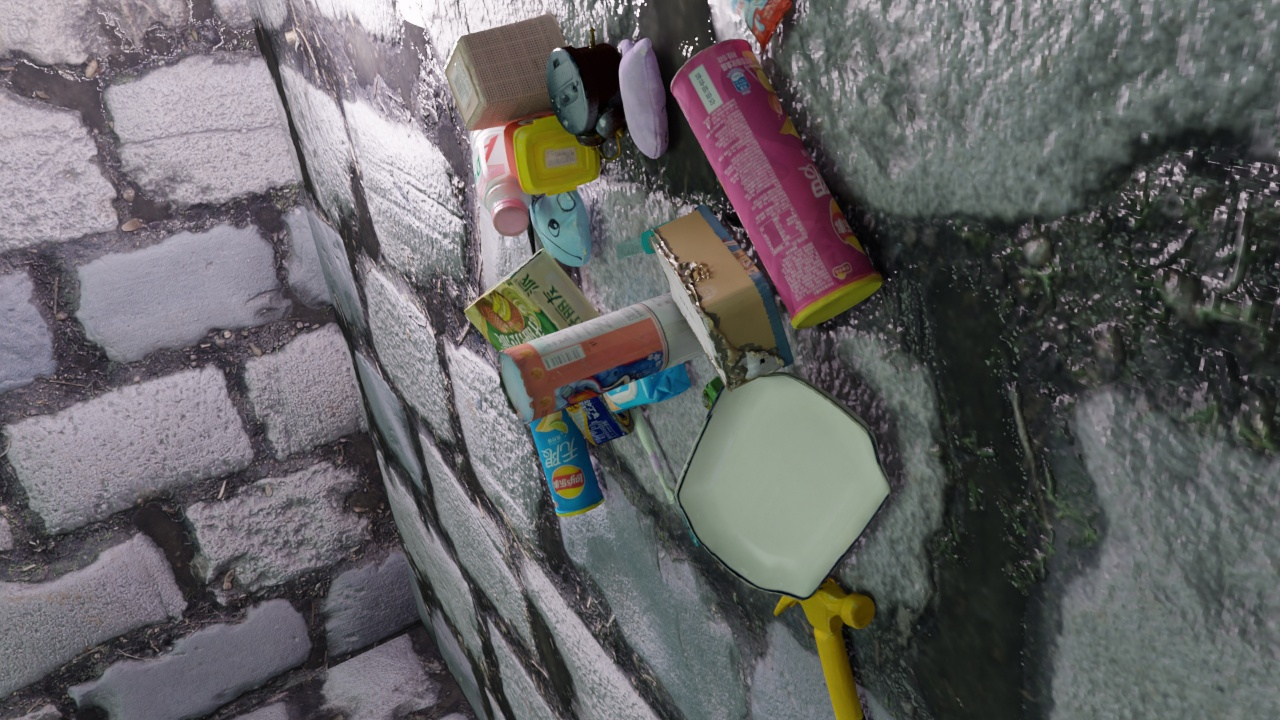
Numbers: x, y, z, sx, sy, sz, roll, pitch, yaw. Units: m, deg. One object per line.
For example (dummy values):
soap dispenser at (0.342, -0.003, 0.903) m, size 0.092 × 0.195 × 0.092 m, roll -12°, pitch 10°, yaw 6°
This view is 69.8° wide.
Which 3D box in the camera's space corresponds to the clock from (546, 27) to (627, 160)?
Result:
clock at (-0.047, -0.254, 0.896) m, size 0.082 × 0.055 × 0.122 m, roll 0°, pitch 109°, yaw 63°

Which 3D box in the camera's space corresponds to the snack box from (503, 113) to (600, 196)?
snack box at (-0.098, -0.224, 0.984) m, size 0.080 × 0.091 × 0.082 m, roll -138°, pitch 37°, yaw -56°

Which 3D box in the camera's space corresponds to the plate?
plate at (0.121, 0.107, 0.798) m, size 0.162 × 0.034 × 0.266 m, roll 36°, pitch 139°, yaw 17°

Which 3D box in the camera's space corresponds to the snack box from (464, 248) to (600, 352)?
snack box at (-0.145, -0.060, 1.191) m, size 0.114 × 0.063 × 0.241 m, roll 50°, pitch 157°, yaw -11°

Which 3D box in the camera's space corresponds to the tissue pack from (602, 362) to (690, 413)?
tissue pack at (-0.006, 0.006, 0.999) m, size 0.140 × 0.063 × 0.090 m, roll -19°, pitch 91°, yaw 65°

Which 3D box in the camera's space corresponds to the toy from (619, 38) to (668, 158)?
toy at (0.002, -0.236, 0.830) m, size 0.084 × 0.039 × 0.108 m, roll -123°, pitch 18°, yaw -65°

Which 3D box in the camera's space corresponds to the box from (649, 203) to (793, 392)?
box at (0.061, -0.058, 0.755) m, size 0.184 × 0.061 × 0.090 m, roll -112°, pitch -1°, yaw -54°

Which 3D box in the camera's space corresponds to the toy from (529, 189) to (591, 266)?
toy at (-0.095, -0.160, 1.071) m, size 0.156 × 0.049 × 0.162 m, roll 56°, pitch 160°, yaw 26°

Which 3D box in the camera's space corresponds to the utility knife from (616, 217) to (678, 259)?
utility knife at (0.020, -0.120, 0.909) m, size 0.216 × 0.013 × 0.029 m, roll -5°, pitch 104°, yaw 64°

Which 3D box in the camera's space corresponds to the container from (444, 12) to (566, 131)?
container at (-0.140, -0.303, 0.978) m, size 0.090 × 0.110 × 0.090 m, roll -21°, pitch 89°, yaw 65°

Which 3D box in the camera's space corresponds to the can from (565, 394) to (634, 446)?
can at (-0.059, 0.035, 1.080) m, size 0.074 × 0.049 × 0.148 m, roll -88°, pitch -27°, yaw -53°

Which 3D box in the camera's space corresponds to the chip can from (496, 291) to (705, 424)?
chip can at (-0.021, -0.011, 0.837) m, size 0.071 × 0.214 × 0.071 m, roll 44°, pitch 145°, yaw 43°

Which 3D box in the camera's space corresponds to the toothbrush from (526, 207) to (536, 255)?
toothbrush at (-0.139, -0.150, 1.154) m, size 0.181 × 0.018 × 0.015 m, roll 100°, pitch 154°, yaw -69°

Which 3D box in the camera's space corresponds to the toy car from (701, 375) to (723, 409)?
toy car at (0.095, 0.047, 0.851) m, size 0.091 × 0.043 × 0.036 m, roll 51°, pitch 151°, yaw 31°

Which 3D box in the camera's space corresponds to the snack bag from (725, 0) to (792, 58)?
snack bag at (0.075, -0.271, 0.670) m, size 0.104 × 0.026 × 0.048 m, roll 59°, pitch 141°, yaw 21°

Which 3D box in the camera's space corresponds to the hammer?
hammer at (0.200, 0.343, 0.876) m, size 0.129 × 0.032 × 0.301 m, roll 4°, pitch 112°, yaw 63°

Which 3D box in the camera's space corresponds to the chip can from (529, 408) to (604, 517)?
chip can at (-0.113, 0.109, 1.285) m, size 0.071 × 0.071 × 0.210 m, roll 0°, pitch 108°, yaw 64°

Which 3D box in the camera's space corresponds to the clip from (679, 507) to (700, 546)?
clip at (0.062, 0.185, 1.048) m, size 0.014 × 0.042 × 0.056 m, roll 3°, pitch 112°, yaw 66°

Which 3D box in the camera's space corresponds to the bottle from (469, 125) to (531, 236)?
bottle at (-0.158, -0.215, 1.063) m, size 0.196 × 0.068 × 0.068 m, roll -106°, pitch 15°, yaw -47°

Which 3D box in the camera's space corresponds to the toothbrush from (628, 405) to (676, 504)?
toothbrush at (0.005, 0.080, 1.088) m, size 0.029 × 0.020 × 0.189 m, roll 28°, pitch -142°, yaw -78°

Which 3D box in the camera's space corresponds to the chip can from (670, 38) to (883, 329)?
chip can at (0.098, -0.131, 0.678) m, size 0.210 × 0.071 × 0.072 m, roll 64°, pitch 155°, yaw 12°
